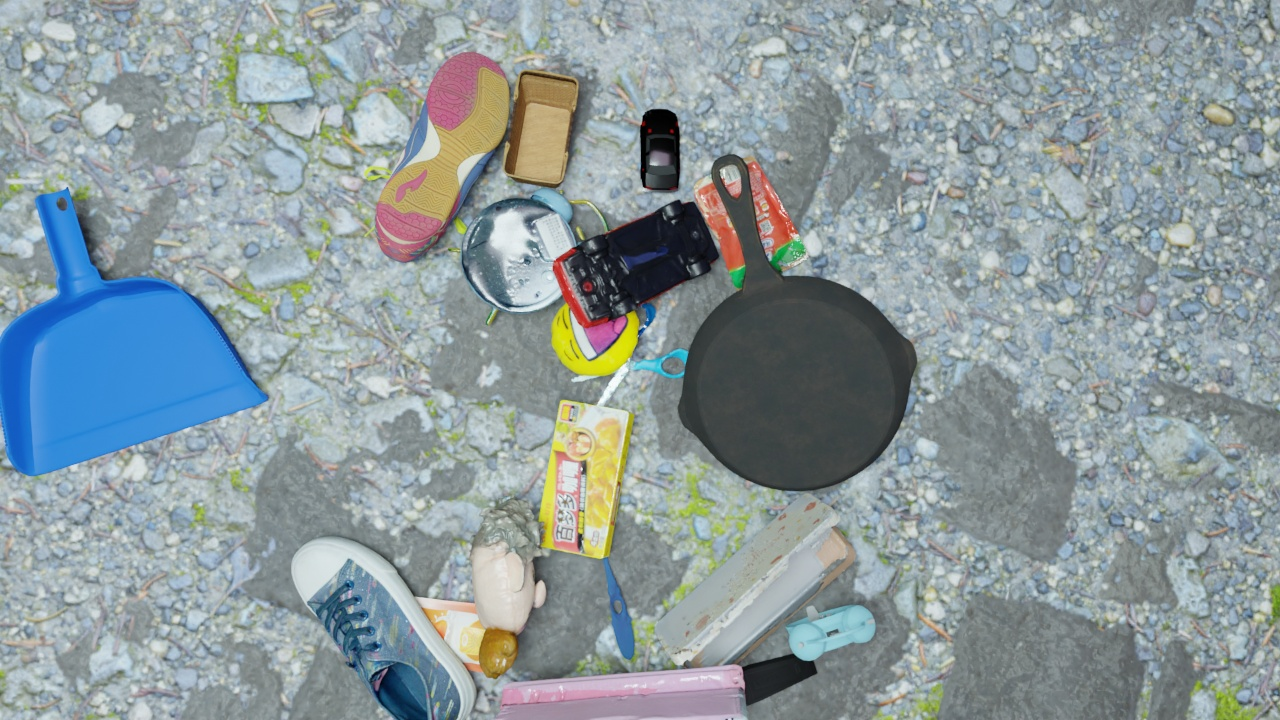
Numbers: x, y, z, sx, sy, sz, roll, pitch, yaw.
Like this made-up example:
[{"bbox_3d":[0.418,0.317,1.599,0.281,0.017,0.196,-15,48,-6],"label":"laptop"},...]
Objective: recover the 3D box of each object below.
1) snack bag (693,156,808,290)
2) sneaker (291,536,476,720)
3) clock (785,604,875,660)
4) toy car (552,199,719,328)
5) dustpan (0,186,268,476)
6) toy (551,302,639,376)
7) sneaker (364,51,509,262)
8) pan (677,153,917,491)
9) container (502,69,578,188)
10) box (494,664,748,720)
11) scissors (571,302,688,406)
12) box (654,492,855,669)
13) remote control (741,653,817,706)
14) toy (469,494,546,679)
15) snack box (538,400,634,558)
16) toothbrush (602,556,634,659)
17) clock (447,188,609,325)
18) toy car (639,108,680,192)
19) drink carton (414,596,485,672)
[{"bbox_3d":[0.121,-0.134,0.975,0.087,0.044,0.155,-27,93,0],"label":"snack bag"},{"bbox_3d":[-0.257,0.266,0.886,0.235,0.079,0.087,45,101,8],"label":"sneaker"},{"bbox_3d":[0.187,0.266,0.911,0.087,0.123,0.042,-17,77,-5],"label":"clock"},{"bbox_3d":[0.000,-0.101,0.928,0.188,0.056,0.081,-29,98,-32],"label":"toy car"},{"bbox_3d":[-0.535,-0.044,0.911,0.245,0.059,0.257,-18,87,-5],"label":"dustpan"},{"bbox_3d":[-0.047,-0.029,0.946,0.094,0.041,0.095,-21,72,6],"label":"toy"},{"bbox_3d":[-0.210,-0.210,0.941,0.116,0.091,0.241,24,66,-8],"label":"sneaker"},{"bbox_3d":[0.135,-0.029,0.910,0.249,0.043,0.356,-16,100,13],"label":"pan"},{"bbox_3d":[-0.102,-0.232,0.948,0.063,0.061,0.114,9,83,-4],"label":"container"},{"bbox_3d":[-0.016,0.319,0.858,0.233,0.179,0.059,-5,70,3],"label":"box"},{"bbox_3d":[-0.017,-0.007,0.970,0.132,0.015,0.110,-18,90,1],"label":"scissors"},{"bbox_3d":[0.122,0.239,0.935,0.216,0.094,0.107,-40,117,-6],"label":"box"},{"bbox_3d":[0.124,0.335,0.958,0.124,0.010,0.039,-18,88,-6],"label":"remote control"},{"bbox_3d":[-0.127,0.214,0.883,0.076,0.133,0.175,6,68,-13],"label":"toy"},{"bbox_3d":[-0.057,0.121,0.941,0.075,0.025,0.152,9,86,13],"label":"snack box"},{"bbox_3d":[-0.026,0.245,0.950,0.021,0.016,0.132,-13,87,-13],"label":"toothbrush"},{"bbox_3d":[-0.108,-0.112,0.944,0.162,0.060,0.118,-24,89,-6],"label":"clock"},{"bbox_3d":[0.021,-0.224,0.971,0.042,0.036,0.091,0,87,-4],"label":"toy car"},{"bbox_3d":[-0.200,0.276,0.930,0.122,0.039,0.069,6,87,2],"label":"drink carton"}]
